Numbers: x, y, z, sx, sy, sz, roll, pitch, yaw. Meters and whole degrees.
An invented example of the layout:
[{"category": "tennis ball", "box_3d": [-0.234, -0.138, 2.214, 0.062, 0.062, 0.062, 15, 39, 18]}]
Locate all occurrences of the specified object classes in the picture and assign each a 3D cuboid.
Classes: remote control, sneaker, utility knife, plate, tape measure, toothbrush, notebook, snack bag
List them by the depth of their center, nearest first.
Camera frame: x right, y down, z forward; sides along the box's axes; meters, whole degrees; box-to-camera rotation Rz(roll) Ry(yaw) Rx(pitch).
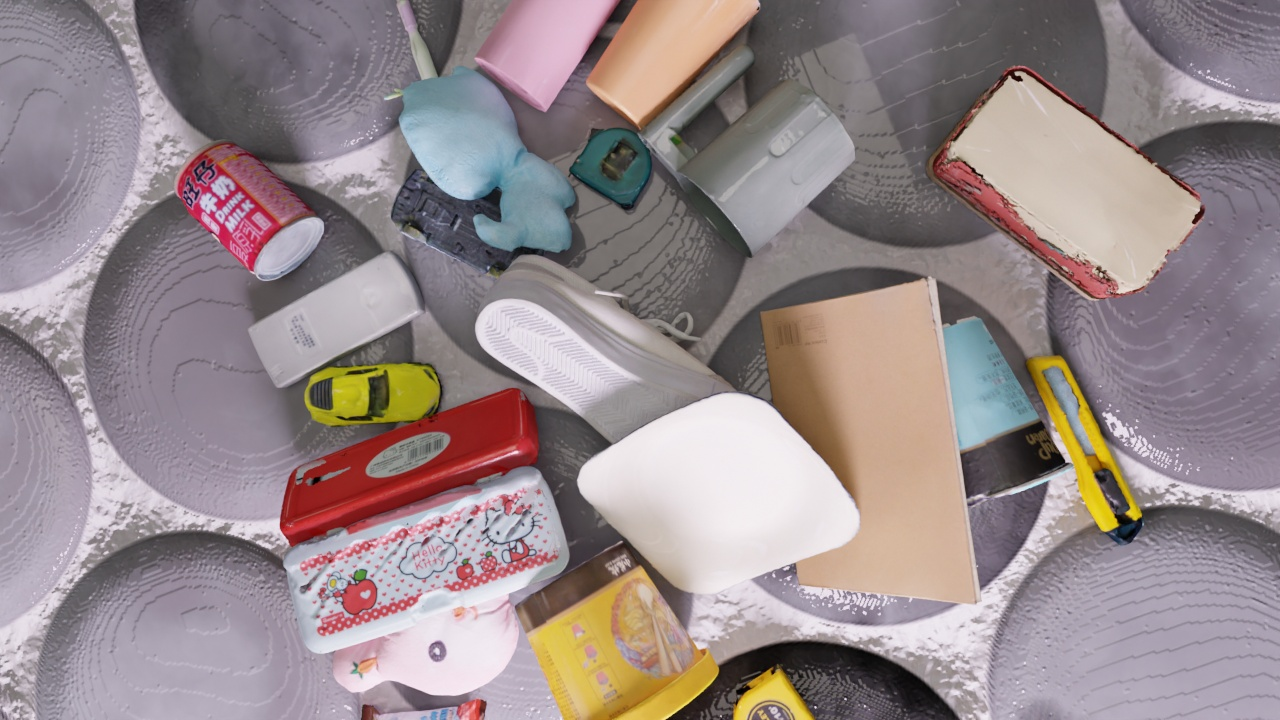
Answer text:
[{"category": "notebook", "box_3d": [0.153, 0.058, 0.640, 0.012, 0.150, 0.211, -7, 89, -40]}, {"category": "plate", "box_3d": [0.056, 0.091, 0.653, 0.165, 0.034, 0.163, -28, 118, 27]}, {"category": "utility knife", "box_3d": [0.326, 0.065, 0.673, 0.033, 0.015, 0.153, -26, 87, 1]}, {"category": "sneaker", "box_3d": [-0.004, 0.004, 0.677, 0.242, 0.090, 0.090, 32, 126, -13]}, {"category": "tape measure", "box_3d": [0.098, 0.265, 0.685, 0.057, 0.029, 0.060, -35, 87, 3]}, {"category": "tape measure", "box_3d": [-0.019, -0.150, 0.699, 0.058, 0.025, 0.054, 32, 93, 4]}, {"category": "snack bag", "box_3d": [-0.168, 0.287, 0.709, 0.104, 0.026, 0.048, -3, 77, 4]}, {"category": "toothbrush", "box_3d": [-0.164, -0.226, 0.715, 0.029, 0.020, 0.189, -20, 89, 35]}, {"category": "remote control", "box_3d": [-0.237, -0.032, 0.719, 0.135, 0.019, 0.056, -28, 87, 4]}]

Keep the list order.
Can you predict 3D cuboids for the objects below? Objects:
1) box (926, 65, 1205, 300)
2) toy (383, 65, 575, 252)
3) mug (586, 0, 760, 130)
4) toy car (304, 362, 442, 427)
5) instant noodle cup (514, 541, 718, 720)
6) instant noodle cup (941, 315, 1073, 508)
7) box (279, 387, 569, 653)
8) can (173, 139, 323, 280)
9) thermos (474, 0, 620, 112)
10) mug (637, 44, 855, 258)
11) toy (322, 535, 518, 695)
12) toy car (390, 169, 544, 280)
[{"category": "box", "box_3d": [0.297, -0.122, 0.646, 0.168, 0.077, 0.091, 39, 92, 4]}, {"category": "toy", "box_3d": [-0.116, -0.151, 0.677, 0.156, 0.050, 0.161, 23, 49, -24]}, {"category": "mug", "box_3d": [0.019, -0.235, 0.674, 0.078, 0.078, 0.123, 40, 97, 4]}, {"category": "toy car", "box_3d": [-0.207, 0.026, 0.711, 0.105, 0.032, 0.048, -3, 89, 3]}, {"category": "instant noodle cup", "box_3d": [-0.023, 0.202, 0.656, 0.118, 0.118, 0.114, -33, 79, 4]}, {"category": "instant noodle cup", "box_3d": [0.224, 0.037, 0.644, 0.111, 0.111, 0.120, -21, 79, 4]}, {"category": "box", "box_3d": [-0.162, 0.111, 0.665, 0.201, 0.065, 0.159, -20, 59, 4]}, {"category": "can", "box_3d": [-0.299, -0.116, 0.701, 0.094, 0.066, 0.066, 43, 93, 4]}, {"category": "thermos", "box_3d": [-0.050, -0.292, 0.679, 0.087, 0.067, 0.198, 33, 94, -10]}, {"category": "mug", "box_3d": [0.077, -0.153, 0.662, 0.103, 0.083, 0.124, -42, 88, 1]}, {"category": "toy", "box_3d": [-0.172, 0.200, 0.698, 0.160, 0.054, 0.121, -19, 86, 12]}, {"category": "toy car", "box_3d": [-0.131, -0.101, 0.704, 0.120, 0.037, 0.054, 27, 90, -6]}]
